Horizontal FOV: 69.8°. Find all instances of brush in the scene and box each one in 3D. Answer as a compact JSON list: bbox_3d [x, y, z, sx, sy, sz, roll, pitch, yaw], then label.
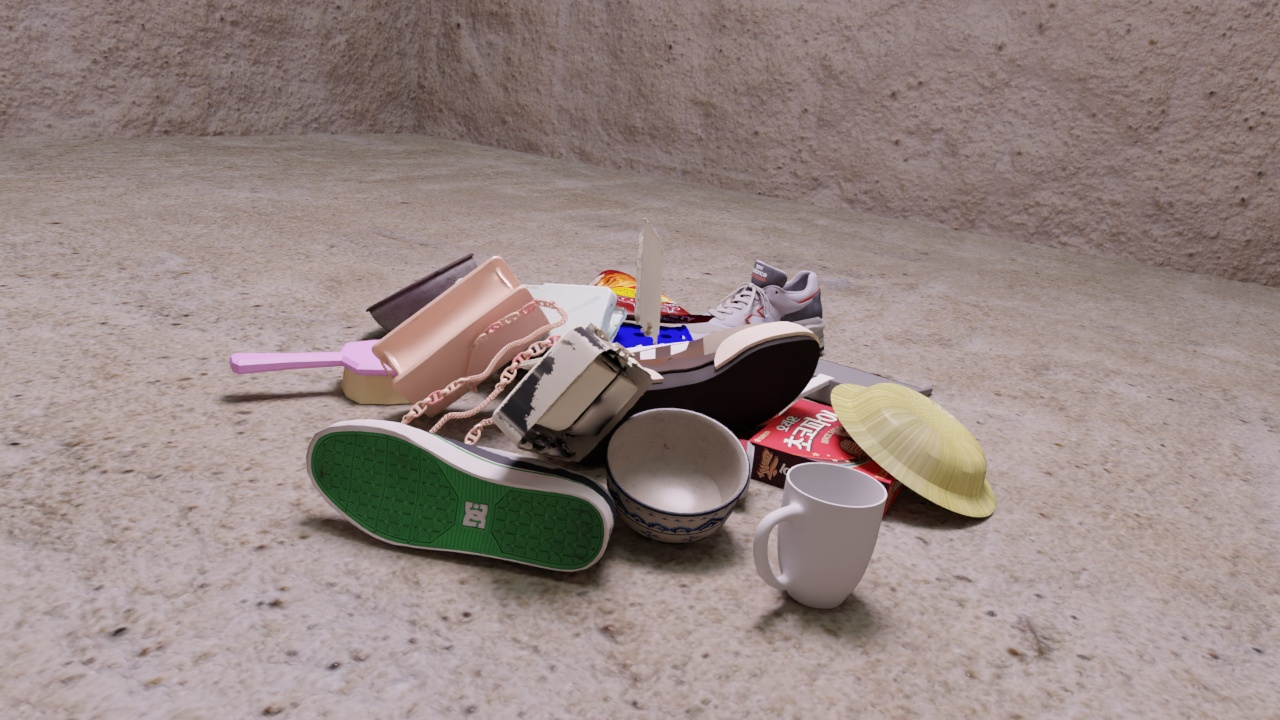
[{"bbox_3d":[-0.296,0.012,0.942,0.228,0.043,0.089,-3,20,-27],"label":"brush"}]

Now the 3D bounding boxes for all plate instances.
[{"bbox_3d":[0.270,0.069,0.873,0.184,0.036,0.184,25,26,-13],"label":"plate"}]

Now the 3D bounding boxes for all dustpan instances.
[{"bbox_3d":[0.233,0.028,1.104,0.163,0.033,0.256,19,21,32],"label":"dustpan"}]

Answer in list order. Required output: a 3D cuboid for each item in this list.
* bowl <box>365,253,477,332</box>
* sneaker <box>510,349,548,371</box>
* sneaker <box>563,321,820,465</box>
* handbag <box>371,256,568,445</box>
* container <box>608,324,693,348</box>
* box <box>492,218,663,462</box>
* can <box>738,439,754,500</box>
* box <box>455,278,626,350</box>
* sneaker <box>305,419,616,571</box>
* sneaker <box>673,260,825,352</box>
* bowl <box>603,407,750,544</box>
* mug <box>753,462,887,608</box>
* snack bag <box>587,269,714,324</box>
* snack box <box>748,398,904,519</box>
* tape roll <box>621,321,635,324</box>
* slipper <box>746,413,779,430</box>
[{"bbox_3d":[-0.251,-0.067,1.112,0.145,0.067,0.145,-27,10,5],"label":"bowl"},{"bbox_3d":[-0.135,-0.030,1.060,0.122,0.086,0.238,6,16,-12],"label":"sneaker"},{"bbox_3d":[0.032,0.013,0.901,0.293,0.112,0.116,-18,41,-20],"label":"sneaker"},{"bbox_3d":[-0.144,0.028,0.853,0.198,0.117,0.187,-37,61,-5],"label":"handbag"},{"bbox_3d":[-0.006,0.006,1.005,0.113,0.084,0.085,3,19,-8],"label":"container"},{"bbox_3d":[-0.032,-0.014,0.691,0.081,0.181,0.143,43,1,17],"label":"box"},{"bbox_3d":[0.050,0.091,0.814,0.096,0.054,0.054,9,18,6],"label":"can"},{"bbox_3d":[-0.118,-0.045,0.971,0.199,0.073,0.085,4,34,25],"label":"box"},{"bbox_3d":[-0.132,0.097,0.696,0.235,0.084,0.079,14,9,6],"label":"sneaker"},{"bbox_3d":[0.148,-0.071,1.229,0.239,0.124,0.089,-2,20,-26],"label":"sneaker"},{"bbox_3d":[0.026,0.099,0.740,0.115,0.059,0.115,4,41,-4],"label":"bowl"},{"bbox_3d":[0.120,0.131,0.655,0.107,0.089,0.071,-7,23,-36],"label":"mug"},{"bbox_3d":[-0.006,-0.062,1.100,0.139,0.067,0.208,9,10,-12],"label":"snack bag"},{"bbox_3d":[0.192,0.090,0.895,0.133,0.036,0.151,15,20,24],"label":"snack box"},{"bbox_3d":[-0.023,-0.023,1.171,0.093,0.030,0.093,6,18,-2],"label":"tape roll"},{"bbox_3d":[0.098,0.018,1.048,0.103,0.059,0.248,4,17,-8],"label":"slipper"}]
